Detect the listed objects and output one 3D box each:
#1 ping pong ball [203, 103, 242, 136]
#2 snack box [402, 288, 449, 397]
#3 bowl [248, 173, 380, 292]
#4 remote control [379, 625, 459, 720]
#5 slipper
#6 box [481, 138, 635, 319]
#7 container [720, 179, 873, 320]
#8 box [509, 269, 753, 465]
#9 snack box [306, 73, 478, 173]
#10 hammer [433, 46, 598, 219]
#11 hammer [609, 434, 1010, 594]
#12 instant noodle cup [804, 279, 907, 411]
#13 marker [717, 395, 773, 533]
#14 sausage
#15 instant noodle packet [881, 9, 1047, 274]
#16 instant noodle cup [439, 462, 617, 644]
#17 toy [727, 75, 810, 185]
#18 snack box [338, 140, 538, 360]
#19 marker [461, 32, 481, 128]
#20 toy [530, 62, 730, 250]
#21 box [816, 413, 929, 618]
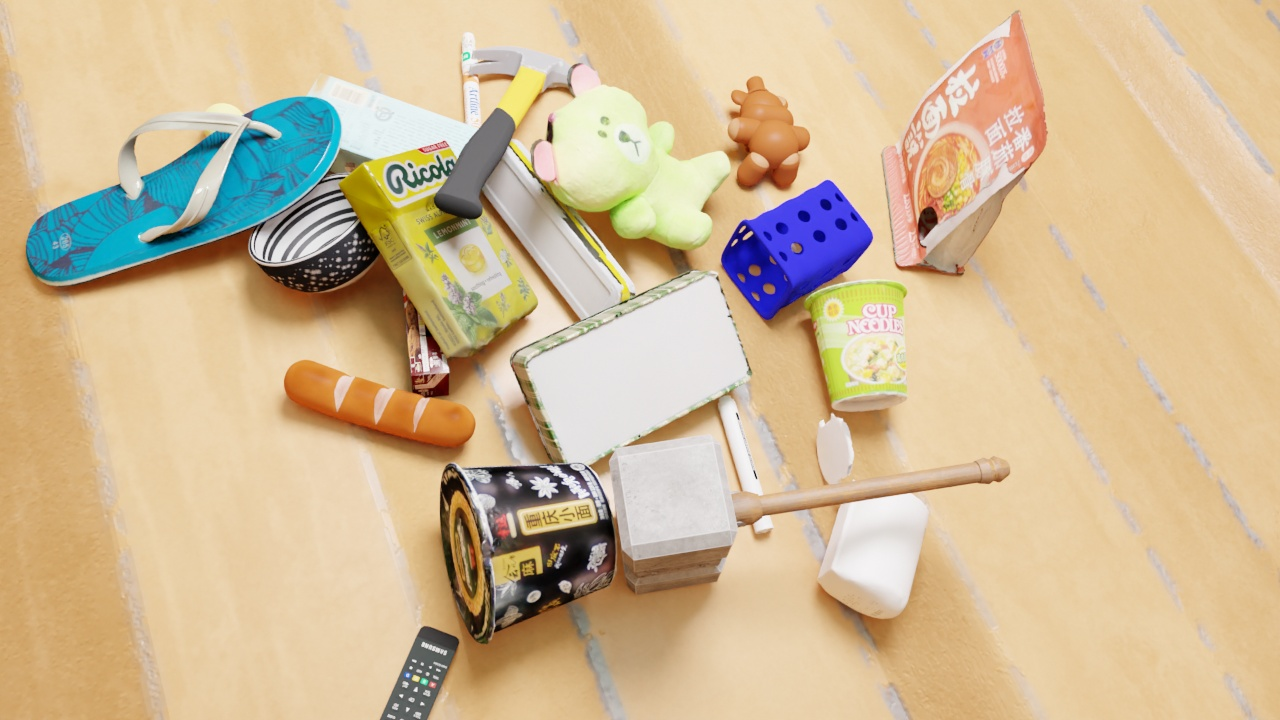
[{"bbox_3d":[-0.396,-0.224,0.875,0.040,0.040,0.040,5,65,-10],"label":"ping pong ball"},{"bbox_3d":[-0.196,-0.041,0.825,0.031,0.051,0.140,-5,67,-14],"label":"snack box"},{"bbox_3d":[-0.278,-0.104,0.822,0.120,0.066,0.120,-13,46,13],"label":"bowl"},{"bbox_3d":[-0.181,0.276,0.700,0.033,0.015,0.146,22,63,-1],"label":"remote control"},{"bbox_3d":[-0.400,-0.154,0.801,0.294,0.060,0.118,-27,72,-8],"label":"slipper"},{"bbox_3d":[-0.081,-0.121,0.878,0.037,0.065,0.209,-24,71,-44],"label":"box"},{"bbox_3d":[0.156,-0.111,0.913,0.113,0.085,0.085,-30,76,-24],"label":"container"},{"bbox_3d":[-0.005,0.005,0.819,0.205,0.051,0.118,-28,104,-21],"label":"box"},{"bbox_3d":[-0.245,-0.210,0.893,0.174,0.053,0.074,18,63,-1],"label":"snack box"},{"bbox_3d":[-0.130,-0.225,0.869,0.127,0.029,0.322,18,39,-3],"label":"hammer"},{"bbox_3d":[0.139,0.109,0.730,0.317,0.163,0.082,-8,67,-3],"label":"hammer"},{"bbox_3d":[0.212,-0.011,0.877,0.099,0.099,0.107,0,73,-12],"label":"instant noodle cup"},{"bbox_3d":[0.096,0.094,0.843,0.020,0.017,0.133,12,56,-48],"label":"marker"},{"bbox_3d":[-0.222,0.039,0.786,0.164,0.045,0.039,17,58,-4],"label":"sausage"},{"bbox_3d":[0.335,-0.212,0.921,0.084,0.221,0.164,7,64,-11],"label":"instant noodle packet"},{"bbox_3d":[-0.088,0.139,0.725,0.112,0.138,0.137,-9,67,-25],"label":"instant noodle cup"},{"bbox_3d":[0.132,-0.251,0.995,0.094,0.065,0.127,3,56,-19],"label":"toy"},{"bbox_3d":[-0.167,-0.098,0.804,0.181,0.045,0.121,60,31,-7],"label":"snack box"},{"bbox_3d":[-0.177,-0.283,0.961,0.017,0.017,0.145,-2,66,-13],"label":"marker"},{"bbox_3d":[-0.015,-0.183,0.882,0.196,0.107,0.149,27,63,-20],"label":"toy"},{"bbox_3d":[0.192,0.134,0.810,0.126,0.085,0.155,24,61,7],"label":"box"}]
